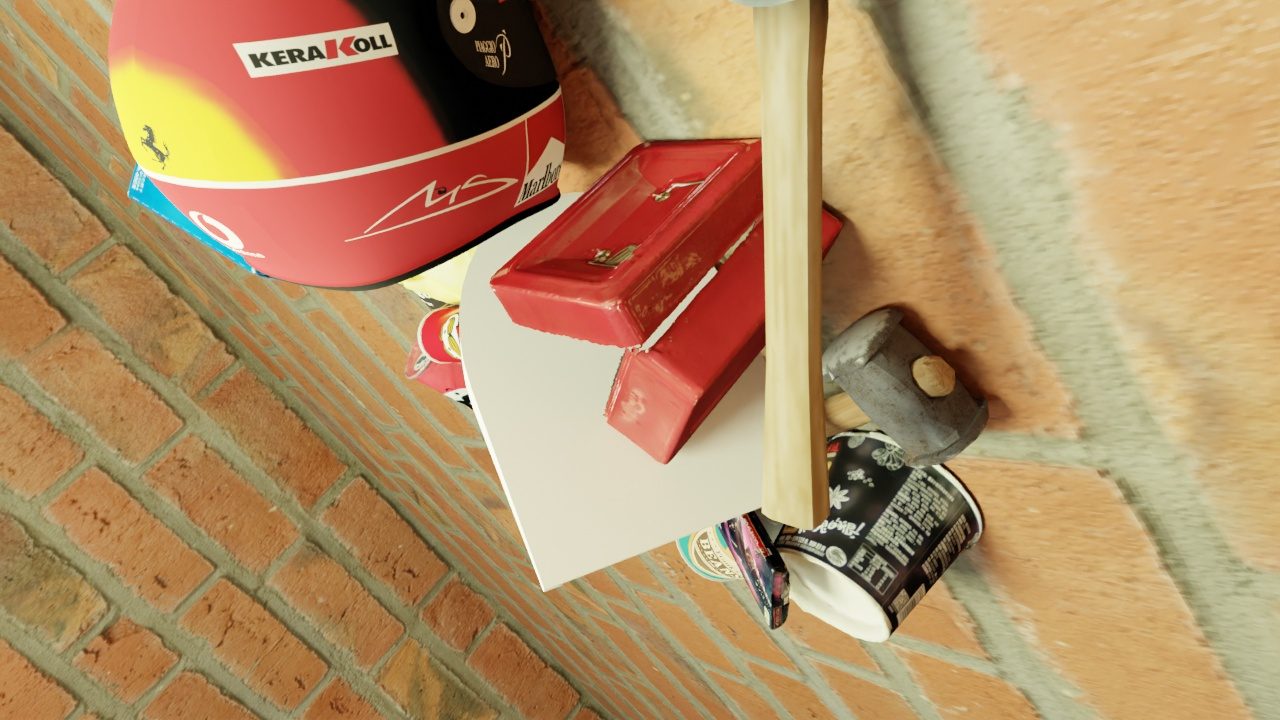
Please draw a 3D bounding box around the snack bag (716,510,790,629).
[{"bbox_3d":[0.075,0.125,0.703,0.155,0.018,0.075,-117,16,-48],"label":"snack bag"}]

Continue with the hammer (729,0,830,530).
[{"bbox_3d":[0.072,-0.059,0.434,0.117,0.051,0.323,14,123,33],"label":"hammer"}]

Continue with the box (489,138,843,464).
[{"bbox_3d":[0.034,-0.032,0.556,0.147,0.157,0.156,11,140,52],"label":"box"}]

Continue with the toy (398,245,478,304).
[{"bbox_3d":[-0.136,-0.078,0.814,0.170,0.064,0.155,24,153,-38],"label":"toy"}]

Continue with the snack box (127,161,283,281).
[{"bbox_3d":[-0.292,-0.201,0.700,0.196,0.239,0.056,27,-168,31],"label":"snack box"}]

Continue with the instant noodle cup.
[{"bbox_3d":[0.167,0.135,0.690,0.137,0.112,0.137,33,154,18],"label":"instant noodle cup"}]

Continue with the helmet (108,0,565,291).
[{"bbox_3d":[-0.165,-0.177,0.539,0.198,0.270,0.225,15,125,31],"label":"helmet"}]

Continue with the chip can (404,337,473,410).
[{"bbox_3d":[-0.122,0.038,0.941,0.233,0.073,0.073,32,164,-29],"label":"chip can"}]

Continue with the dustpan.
[{"bbox_3d":[-0.021,0.006,0.633,0.053,0.191,0.257,108,141,-65],"label":"dustpan"}]

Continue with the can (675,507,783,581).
[{"bbox_3d":[0.103,0.148,0.826,0.099,0.099,0.144,44,157,-5],"label":"can"}]

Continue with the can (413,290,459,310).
[{"bbox_3d":[-0.198,-0.098,0.887,0.072,0.071,0.128,26,161,33],"label":"can"}]

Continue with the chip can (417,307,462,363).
[{"bbox_3d":[-0.117,-0.023,0.769,0.215,0.051,0.052,0,133,52],"label":"chip can"}]

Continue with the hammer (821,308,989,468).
[{"bbox_3d":[0.114,0.052,0.681,0.098,0.052,0.329,44,153,-5],"label":"hammer"}]
